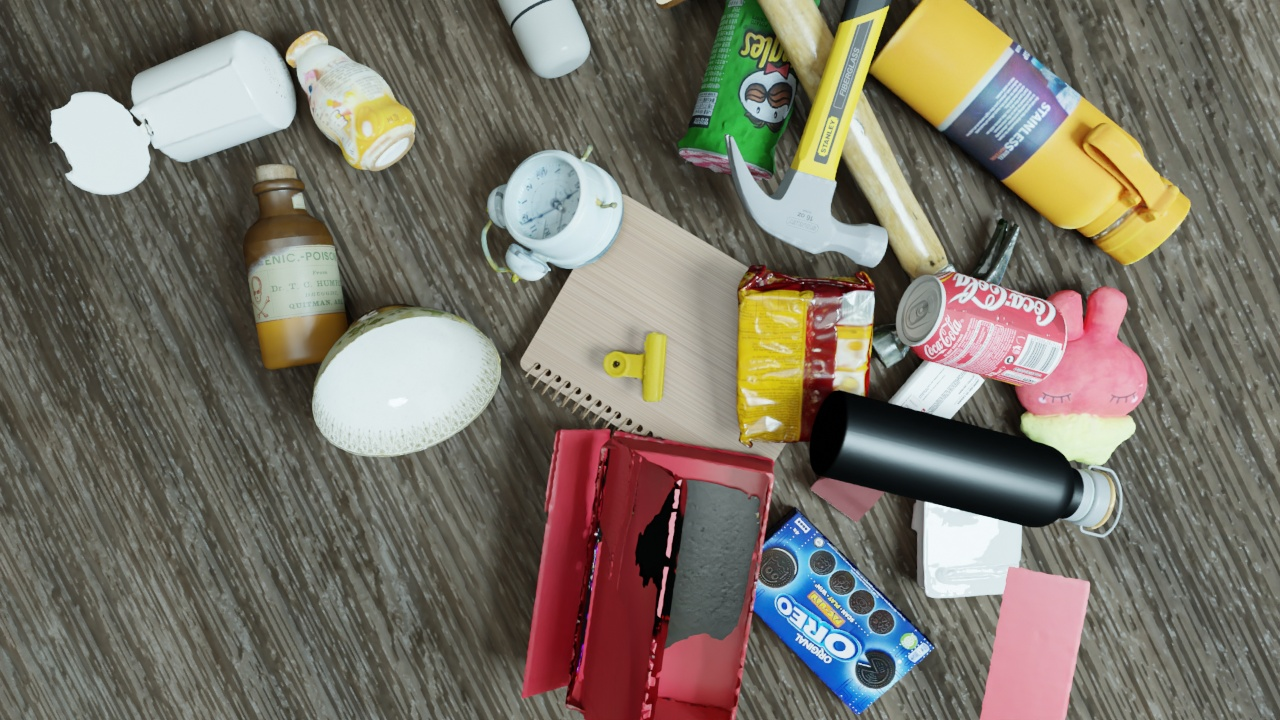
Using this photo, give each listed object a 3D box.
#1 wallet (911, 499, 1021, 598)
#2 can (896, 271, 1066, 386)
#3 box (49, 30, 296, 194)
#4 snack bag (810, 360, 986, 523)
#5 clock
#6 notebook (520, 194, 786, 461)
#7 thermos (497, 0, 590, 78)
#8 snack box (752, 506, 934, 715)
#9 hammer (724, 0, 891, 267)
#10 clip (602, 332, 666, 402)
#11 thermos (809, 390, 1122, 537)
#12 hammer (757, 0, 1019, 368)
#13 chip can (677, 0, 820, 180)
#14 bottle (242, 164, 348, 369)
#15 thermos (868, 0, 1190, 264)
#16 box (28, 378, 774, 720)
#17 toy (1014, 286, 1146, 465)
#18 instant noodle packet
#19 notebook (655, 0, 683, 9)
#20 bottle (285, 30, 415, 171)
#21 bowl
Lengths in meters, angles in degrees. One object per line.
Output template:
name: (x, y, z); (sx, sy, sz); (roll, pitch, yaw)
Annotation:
wallet: (0.250, 0.122, 0.702); (0.086, 0.032, 0.116); (3, 93, -5)
can: (0.239, -0.023, 0.645); (0.104, 0.064, 0.064); (14, 96, -18)
box: (-0.344, -0.185, 0.686); (0.137, 0.143, 0.083); (-17, 120, 10)
snack bag: (0.199, 0.052, 0.700); (0.057, 0.013, 0.158); (35, 99, -25)
clock: (-0.071, -0.108, 0.696); (0.118, 0.057, 0.083); (-29, 71, 20)
notebook: (0.031, -0.004, 0.717); (0.210, 0.022, 0.169); (31, 97, 3)
thermos: (-0.103, -0.322, 0.690); (0.052, 0.052, 0.224); (-24, 92, 7)
snack box: (0.145, 0.196, 0.718); (0.150, 0.027, 0.082); (44, 97, 2)
hammer: (0.146, -0.228, 0.587); (0.127, 0.029, 0.324); (14, 106, -8)
clip: (-0.002, 0.004, 0.702); (0.050, 0.044, 0.054); (7, 96, 39)
thermos: (0.239, 0.078, 0.649); (0.231, 0.061, 0.061); (14, 96, -9)
hammer: (0.153, -0.158, 0.640); (0.132, 0.033, 0.330); (-32, 109, 8)
chip can: (0.094, -0.248, 0.665); (0.075, 0.075, 0.223); (18, 96, 4)
bottle: (-0.274, -0.075, 0.722); (0.068, 0.067, 0.157); (-8, 94, 7)
thermos: (0.272, -0.161, 0.643); (0.232, 0.091, 0.076); (41, 117, 2)
box: (-0.152, 0.147, 0.636); (0.510, 0.141, 0.215); (8, 96, -11)
toy: (0.324, 0.012, 0.674); (0.092, 0.045, 0.135); (3, 101, 4)
instant noodle packet: (0.118, -0.002, 0.665); (0.098, 0.039, 0.135); (-2, 112, -1)
notebook: (0.049, -0.378, 0.640); (0.168, 0.024, 0.225); (-17, 80, 24)
bottle: (-0.225, -0.201, 0.708); (0.063, 0.063, 0.109); (-39, 91, 8)
bowl: (-0.186, 0.003, 0.705); (0.145, 0.145, 0.063); (-39, 53, 8)
